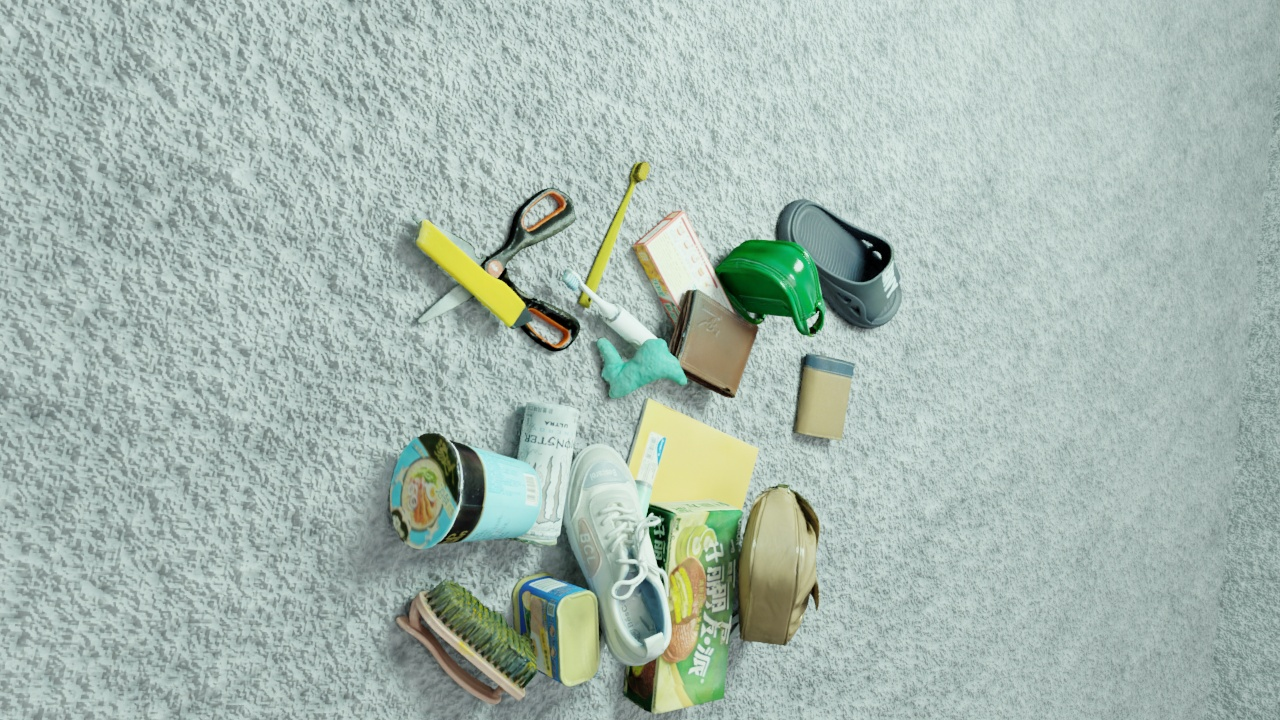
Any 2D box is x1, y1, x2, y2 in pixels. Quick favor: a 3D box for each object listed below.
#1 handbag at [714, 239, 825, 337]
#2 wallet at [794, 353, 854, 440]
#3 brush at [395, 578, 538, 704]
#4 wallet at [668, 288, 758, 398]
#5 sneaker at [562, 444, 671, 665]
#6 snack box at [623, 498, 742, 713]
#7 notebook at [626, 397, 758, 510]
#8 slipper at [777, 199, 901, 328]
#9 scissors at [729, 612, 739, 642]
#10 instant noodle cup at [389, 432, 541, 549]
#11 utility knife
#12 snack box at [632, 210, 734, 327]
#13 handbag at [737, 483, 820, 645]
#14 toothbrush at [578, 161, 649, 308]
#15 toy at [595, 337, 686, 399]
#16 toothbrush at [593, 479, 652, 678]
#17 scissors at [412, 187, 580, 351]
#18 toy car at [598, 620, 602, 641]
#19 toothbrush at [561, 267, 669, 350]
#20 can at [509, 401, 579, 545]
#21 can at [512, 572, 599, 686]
[{"bbox_3d":[0.161,-0.087,1.139,0.067,0.131,0.120,-44,121,-25],"label":"handbag"},{"bbox_3d":[0.259,0.051,1.289,0.090,0.033,0.115,10,86,-37],"label":"wallet"},{"bbox_3d":[-0.172,0.282,0.919,0.073,0.063,0.145,-44,108,3],"label":"brush"},{"bbox_3d":[0.089,-0.020,1.111,0.124,0.032,0.101,28,73,-39],"label":"wallet"},{"bbox_3d":[-0.023,0.202,0.980,0.089,0.091,0.242,-9,73,-20],"label":"sneaker"},{"bbox_3d":[0.051,0.290,1.102,0.114,0.063,0.240,5,91,-39],"label":"snack box"},{"bbox_3d":[0.062,0.147,1.144,0.206,0.010,0.145,26,76,-37],"label":"notebook"},{"bbox_3d":[0.299,-0.130,1.283,0.268,0.083,0.110,34,73,-34],"label":"slipper"},{"bbox_3d":[0.158,0.314,1.230,0.170,0.012,0.140,1,93,-38],"label":"scissors"},{"bbox_3d":[-0.166,0.133,0.904,0.120,0.111,0.111,16,82,-48],"label":"instant noodle cup"},{"bbox_3d":[-0.167,-0.084,0.921,0.154,0.015,0.033,44,63,-28],"label":"utility knife"},{"bbox_3d":[0.055,-0.096,1.117,0.076,0.027,0.156,-43,117,-29],"label":"snack box"},{"bbox_3d":[0.170,0.257,1.127,0.205,0.100,0.147,90,10,-49],"label":"handbag"},{"bbox_3d":[-0.029,-0.147,1.052,0.015,0.017,0.190,32,72,-35],"label":"toothbrush"},{"bbox_3d":[-0.006,0.006,1.047,0.092,0.030,0.096,-30,101,11],"label":"toy"},{"bbox_3d":[-0.024,0.242,1.030,0.027,0.027,0.224,27,65,-27],"label":"toothbrush"},{"bbox_3d":[-0.136,-0.097,0.963,0.234,0.022,0.220,46,64,-32],"label":"scissors"},{"bbox_3d":[-0.039,0.292,1.050,0.091,0.036,0.043,-19,103,-35],"label":"toy car"},{"bbox_3d":[-0.015,-0.039,1.051,0.221,0.027,0.026,40,55,-38],"label":"toothbrush"},{"bbox_3d":[-0.104,0.119,0.975,0.058,0.058,0.146,13,83,-39],"label":"can"},{"bbox_3d":[-0.089,0.286,0.978,0.057,0.083,0.102,-6,96,-39],"label":"can"}]
